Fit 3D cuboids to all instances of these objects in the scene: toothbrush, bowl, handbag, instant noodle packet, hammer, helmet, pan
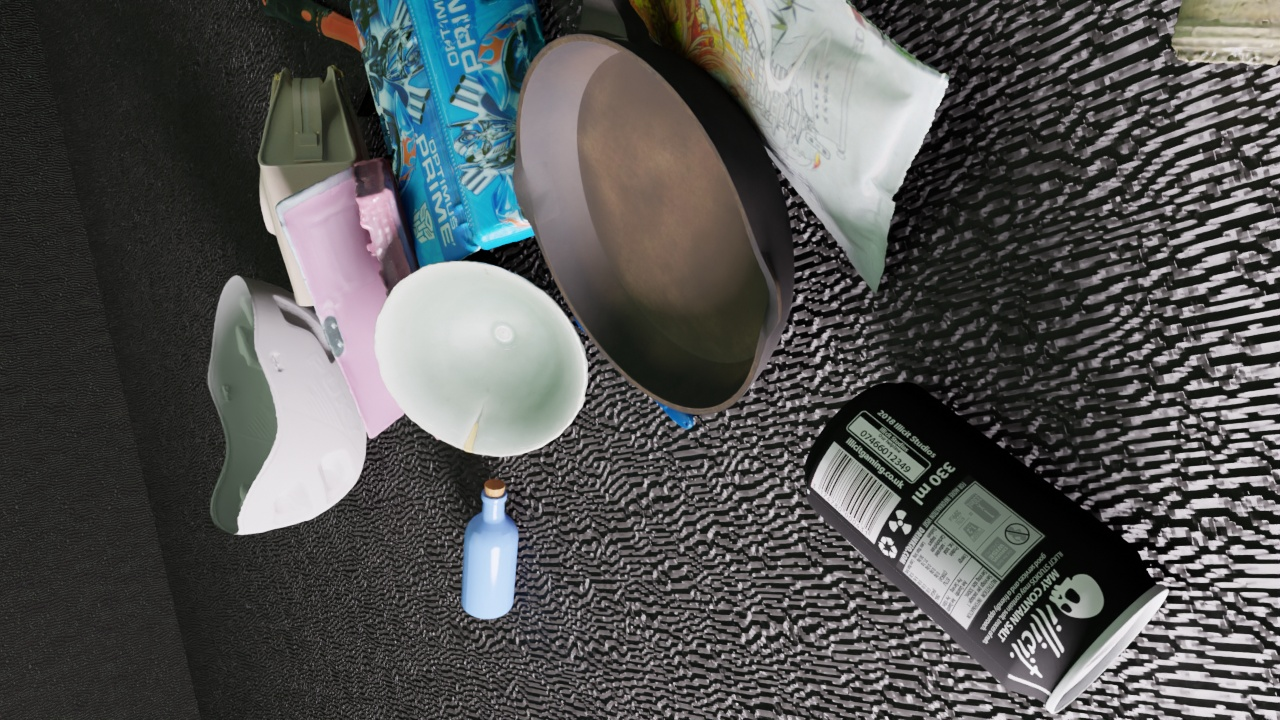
[{"bbox_3d":[-0.004,0.004,0.642,0.132,0.016,0.021,44,132,32],"label":"toothbrush"},{"bbox_3d":[-0.119,-0.012,0.731,0.174,0.067,0.174,6,122,9],"label":"bowl"},{"bbox_3d":[-0.301,-0.183,0.870,0.195,0.101,0.197,100,159,-51],"label":"handbag"},{"bbox_3d":[0.047,-0.166,0.470,0.269,0.057,0.147,56,169,27],"label":"instant noodle packet"},{"bbox_3d":[-0.320,-0.343,0.928,0.333,0.033,0.133,35,127,42],"label":"hammer"},{"bbox_3d":[-0.416,0.044,1.030,0.225,0.183,0.282,-24,88,46],"label":"helmet"},{"bbox_3d":[-0.002,-0.133,0.503,0.249,0.043,0.357,30,140,46],"label":"pan"}]

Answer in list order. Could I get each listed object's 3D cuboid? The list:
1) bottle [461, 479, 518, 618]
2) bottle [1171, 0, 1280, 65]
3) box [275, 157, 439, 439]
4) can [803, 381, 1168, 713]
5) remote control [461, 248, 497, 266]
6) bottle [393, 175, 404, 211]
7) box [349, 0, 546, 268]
[{"bbox_3d":[-0.134,0.166,0.823,0.048,0.048,0.131,32,124,42],"label":"bottle"},{"bbox_3d":[0.209,-0.156,0.306,0.043,0.042,0.110,24,119,46],"label":"bottle"},{"bbox_3d":[-0.225,-0.041,0.774,0.099,0.098,0.233,-120,16,-56],"label":"box"},{"bbox_3d":[0.149,0.079,0.417,0.146,0.080,0.080,43,131,36],"label":"can"},{"bbox_3d":[-0.134,-0.025,0.792,0.045,0.021,0.141,30,128,44],"label":"remote control"},{"bbox_3d":[-0.210,-0.109,0.830,0.060,0.060,0.108,30,122,43],"label":"bottle"},{"bbox_3d":[-0.140,-0.196,0.668,0.175,0.063,0.243,-18,85,25],"label":"box"}]
